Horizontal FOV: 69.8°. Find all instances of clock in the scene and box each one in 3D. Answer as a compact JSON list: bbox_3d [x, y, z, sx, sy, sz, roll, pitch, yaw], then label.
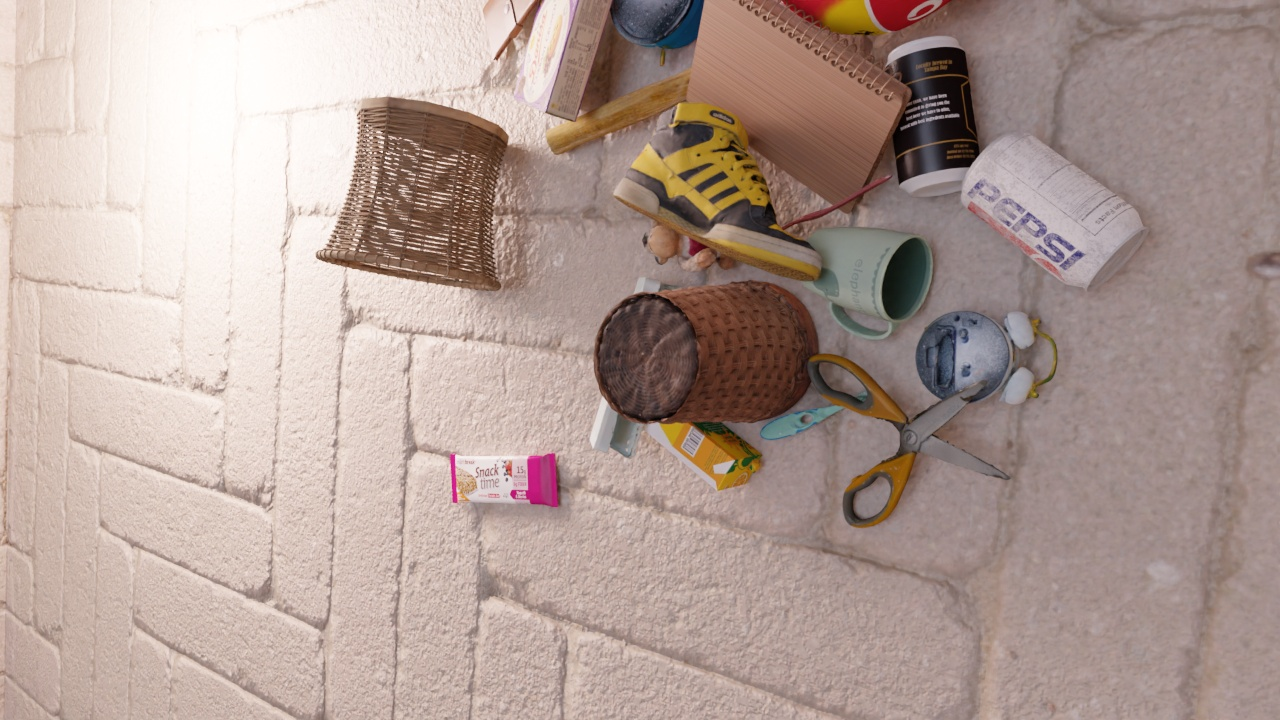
[{"bbox_3d":[0.305,-0.002,0.812,0.118,0.057,0.083,3,93,37],"label":"clock"},{"bbox_3d":[0.038,-0.413,1.002,0.162,0.060,0.116,-50,63,25],"label":"clock"}]

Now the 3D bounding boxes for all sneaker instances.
[{"bbox_3d":[0.091,-0.168,0.888,0.239,0.086,0.122,28,96,29],"label":"sneaker"}]

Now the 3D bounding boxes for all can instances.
[{"bbox_3d":[0.263,-0.218,0.828,0.072,0.071,0.128,-9,85,37],"label":"can"},{"bbox_3d":[0.343,-0.125,0.767,0.136,0.078,0.078,48,117,26],"label":"can"}]

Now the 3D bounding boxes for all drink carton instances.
[{"bbox_3d":[0.068,0.089,0.992,0.122,0.058,0.041,37,112,30],"label":"drink carton"}]

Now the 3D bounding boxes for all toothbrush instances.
[{"bbox_3d":[0.176,0.057,0.935,0.135,0.017,0.022,-24,84,35],"label":"toothbrush"},{"bbox_3d":[0.176,-0.143,0.903,0.185,0.015,0.015,-24,81,51],"label":"toothbrush"}]

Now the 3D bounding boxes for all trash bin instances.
[{"bbox_3d":[0.061,-0.009,0.901,0.151,0.209,0.151,0,91,37],"label":"trash bin"}]

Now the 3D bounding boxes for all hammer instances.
[{"bbox_3d":[0.012,-0.288,1.023,0.331,0.033,0.132,-9,115,44],"label":"hammer"}]

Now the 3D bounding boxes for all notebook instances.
[{"bbox_3d":[0.139,-0.251,0.860,0.210,0.022,0.169,39,155,15],"label":"notebook"}]

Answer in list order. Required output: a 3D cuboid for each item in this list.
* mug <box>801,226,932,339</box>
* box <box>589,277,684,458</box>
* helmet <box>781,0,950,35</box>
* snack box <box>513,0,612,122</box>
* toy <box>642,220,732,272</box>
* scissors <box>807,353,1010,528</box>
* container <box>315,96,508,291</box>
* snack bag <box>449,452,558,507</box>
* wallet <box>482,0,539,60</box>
[{"bbox_3d":[0.211,-0.073,0.874,0.104,0.084,0.111,20,132,45],"label":"mug"},{"bbox_3d":[-0.010,0.005,1.018,0.085,0.070,0.199,18,92,52],"label":"box"},{"bbox_3d":[0.197,-0.424,0.791,0.225,0.197,0.271,11,104,33],"label":"helmet"},{"bbox_3d":[-0.094,-0.364,1.077,0.148,0.040,0.143,44,119,58],"label":"snack box"},{"bbox_3d":[0.047,-0.137,0.992,0.106,0.074,0.085,0,92,31],"label":"toy"},{"bbox_3d":[0.232,0.064,0.855,0.226,0.016,0.226,56,139,22],"label":"scissors"},{"bbox_3d":[-0.275,-0.203,1.151,0.227,0.226,0.196,9,89,37],"label":"container"},{"bbox_3d":[-0.185,0.157,1.212,0.197,0.016,0.070,-4,87,37],"label":"snack bag"},{"bbox_3d":[-0.166,-0.450,1.159,0.121,0.013,0.087,-34,63,48],"label":"wallet"}]
